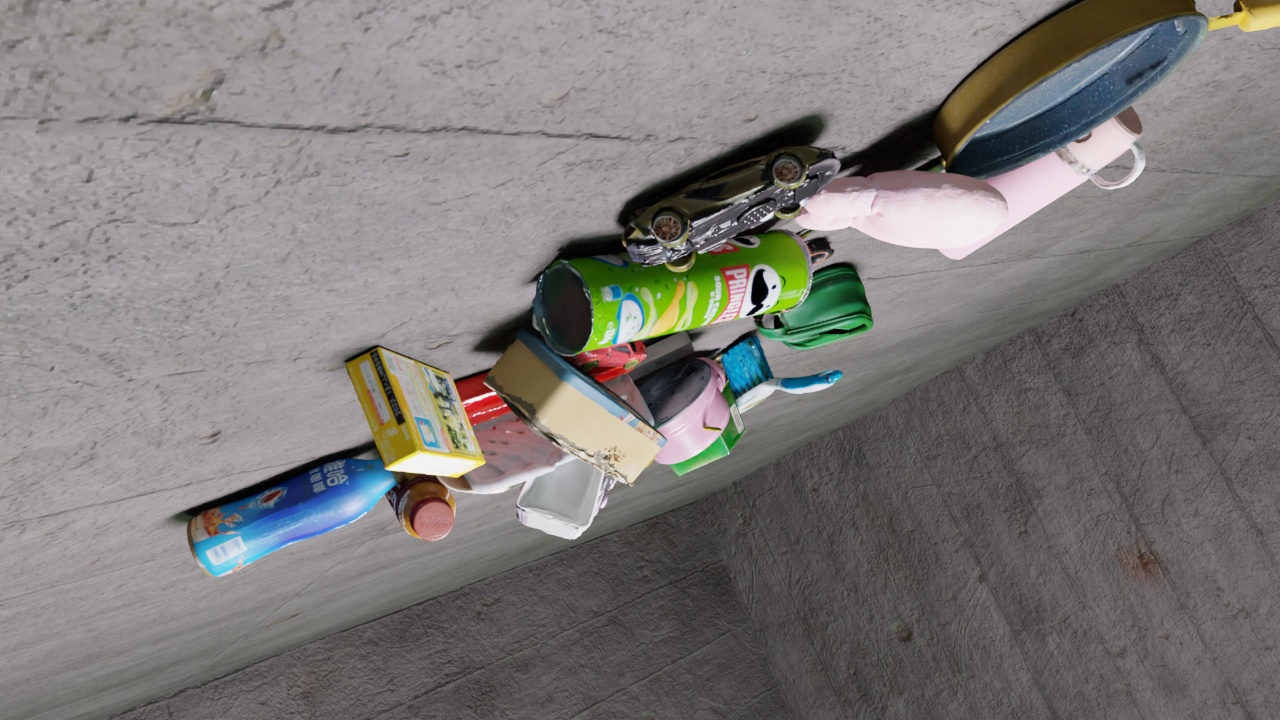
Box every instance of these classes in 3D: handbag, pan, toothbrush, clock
[{"bbox_3d":[-0.078,0.122,1.034,0.098,0.144,0.197,15,165,-4],"label":"handbag"},{"bbox_3d":[0.390,-0.225,0.663,0.358,0.078,0.197,-29,167,19],"label":"pan"},{"bbox_3d":[0.208,-0.139,0.819,0.186,0.017,0.012,-28,-174,16],"label":"toothbrush"},{"bbox_3d":[0.041,0.048,1.008,0.117,0.060,0.158,-29,-155,18],"label":"clock"},{"bbox_3d":[0.200,-0.055,1.052,0.120,0.068,0.131,-19,171,20],"label":"handbag"}]

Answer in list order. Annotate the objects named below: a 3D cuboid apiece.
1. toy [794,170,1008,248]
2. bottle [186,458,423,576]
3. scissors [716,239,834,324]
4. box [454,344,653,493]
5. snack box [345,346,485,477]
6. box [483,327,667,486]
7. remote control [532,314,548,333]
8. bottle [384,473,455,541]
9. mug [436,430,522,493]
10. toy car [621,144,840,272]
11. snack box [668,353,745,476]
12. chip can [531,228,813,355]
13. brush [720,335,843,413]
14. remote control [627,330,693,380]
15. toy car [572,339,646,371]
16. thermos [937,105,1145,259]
[{"bbox_3d":[0.206,-0.121,0.733,0.159,0.054,0.121,5,174,1],"label":"toy"},{"bbox_3d":[-0.319,0.138,0.888,0.218,0.065,0.065,-23,167,-10],"label":"bottle"},{"bbox_3d":[0.090,-0.070,0.888,0.189,0.015,0.222,-29,167,21],"label":"scissors"},{"bbox_3d":[-0.080,0.051,0.884,0.201,0.101,0.095,-18,167,-24],"label":"box"},{"bbox_3d":[-0.173,0.044,0.722,0.034,0.087,0.140,-26,167,7],"label":"snack box"},{"bbox_3d":[-0.056,0.041,0.792,0.061,0.090,0.184,-50,142,-1],"label":"box"},{"bbox_3d":[-0.024,-0.037,0.759,0.056,0.020,0.135,18,-160,42],"label":"remote control"},{"bbox_3d":[-0.227,0.144,0.945,0.057,0.057,0.175,-20,-169,-19],"label":"bottle"},{"bbox_3d":[-0.153,0.089,0.962,0.114,0.081,0.106,-36,169,-2],"label":"mug"},{"bbox_3d":[0.062,-0.107,0.633,0.158,0.042,0.070,-23,167,1],"label":"toy car"},{"bbox_3d":[0.069,0.072,1.145,0.118,0.105,0.118,-28,-174,28],"label":"snack box"},{"bbox_3d":[0.032,-0.057,0.719,0.235,0.072,0.072,-13,163,-38],"label":"chip can"},{"bbox_3d":[0.157,0.016,1.127,0.060,0.109,0.315,-19,168,-18],"label":"brush"},{"bbox_3d":[-0.006,0.006,1.011,0.135,0.019,0.056,-25,168,4],"label":"remote control"},{"bbox_3d":[-0.029,-0.019,0.809,0.031,0.049,0.106,-35,161,28],"label":"toy car"},{"bbox_3d":[0.363,-0.162,0.850,0.067,0.087,0.199,-15,166,-42],"label":"thermos"}]
